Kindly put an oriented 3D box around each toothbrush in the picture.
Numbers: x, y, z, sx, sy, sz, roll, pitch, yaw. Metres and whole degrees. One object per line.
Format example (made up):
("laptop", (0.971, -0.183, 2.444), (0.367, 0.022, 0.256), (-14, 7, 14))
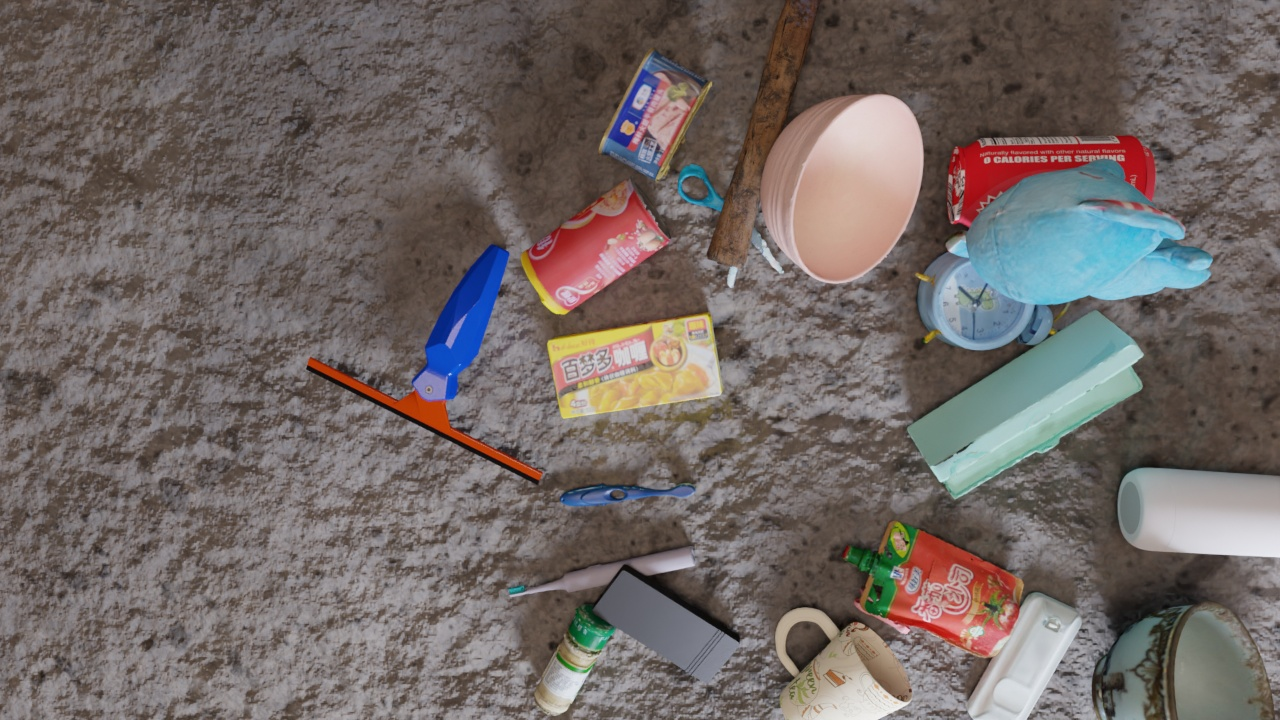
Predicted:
("toothbrush", (-0.039, 0.206, 0.881), (0.188, 0.018, 0.019), (-15, 98, 12))
("toothbrush", (-0.012, 0.126, 0.867), (0.132, 0.016, 0.021), (-6, 97, 13))

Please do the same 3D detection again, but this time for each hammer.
("hammer", (0.110, -0.242, 0.772), (0.120, 0.033, 0.330), (18, 98, 10))

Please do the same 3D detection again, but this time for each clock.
("clock", (0.295, -0.054, 0.767), (0.124, 0.051, 0.089), (-7, 97, 7))

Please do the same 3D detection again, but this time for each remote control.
("remote control", (0.025, 0.249, 0.869), (0.133, 0.013, 0.058), (34, 108, -5))
("remote control", (0.345, 0.274, 0.824), (0.050, 0.022, 0.133), (24, 102, 5))

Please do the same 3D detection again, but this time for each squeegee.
("squeegee", (-0.169, -0.021, 0.850), (0.249, 0.055, 0.185), (26, 91, 5))

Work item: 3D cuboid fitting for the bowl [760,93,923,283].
("bowl", (0.152, -0.145, 0.746), (0.076, 0.152, 0.153), (32, 107, 46))

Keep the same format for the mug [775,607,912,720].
("mug", (0.169, 0.284, 0.838), (0.097, 0.081, 0.122), (-45, 69, 20))

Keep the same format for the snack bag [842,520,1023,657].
("snack bag", (0.256, 0.201, 0.821), (0.155, 0.044, 0.087), (22, 83, 10))

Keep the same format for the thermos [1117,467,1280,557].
("thermos", (0.523, 0.111, 0.749), (0.230, 0.068, 0.101), (2, 86, 8))

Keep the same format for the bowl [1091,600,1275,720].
("bowl", (0.439, 0.282, 0.762), (0.094, 0.159, 0.160), (-21, 96, 53))

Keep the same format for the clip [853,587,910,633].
("clip", (0.227, 0.224, 0.837), (0.060, 0.023, 0.043), (44, 99, -1))

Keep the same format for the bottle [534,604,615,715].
("bottle", (-0.066, 0.290, 0.887), (0.042, 0.042, 0.110), (29, 103, 4))

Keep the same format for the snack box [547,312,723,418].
("snack box", (-0.005, 0.005, 0.840), (0.152, 0.025, 0.075), (-9, 97, 11))

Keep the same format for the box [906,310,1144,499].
("box", (0.333, 0.050, 0.778), (0.189, 0.077, 0.091), (-36, 115, 12))

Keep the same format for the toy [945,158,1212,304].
("toy", (0.328, -0.091, 0.660), (0.180, 0.184, 0.114), (7, 84, -20))

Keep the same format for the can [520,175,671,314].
("can", (-0.039, -0.100, 0.808), (0.124, 0.066, 0.066), (-33, 92, 13))

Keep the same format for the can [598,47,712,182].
("can", (0.013, -0.209, 0.789), (0.059, 0.054, 0.100), (30, 103, 2))

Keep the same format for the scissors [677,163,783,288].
("scissors", (0.096, -0.132, 0.807), (0.117, 0.014, 0.130), (-35, 91, 12))

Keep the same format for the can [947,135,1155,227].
("can", (0.325, -0.141, 0.735), (0.142, 0.074, 0.074), (1, 99, 9))
